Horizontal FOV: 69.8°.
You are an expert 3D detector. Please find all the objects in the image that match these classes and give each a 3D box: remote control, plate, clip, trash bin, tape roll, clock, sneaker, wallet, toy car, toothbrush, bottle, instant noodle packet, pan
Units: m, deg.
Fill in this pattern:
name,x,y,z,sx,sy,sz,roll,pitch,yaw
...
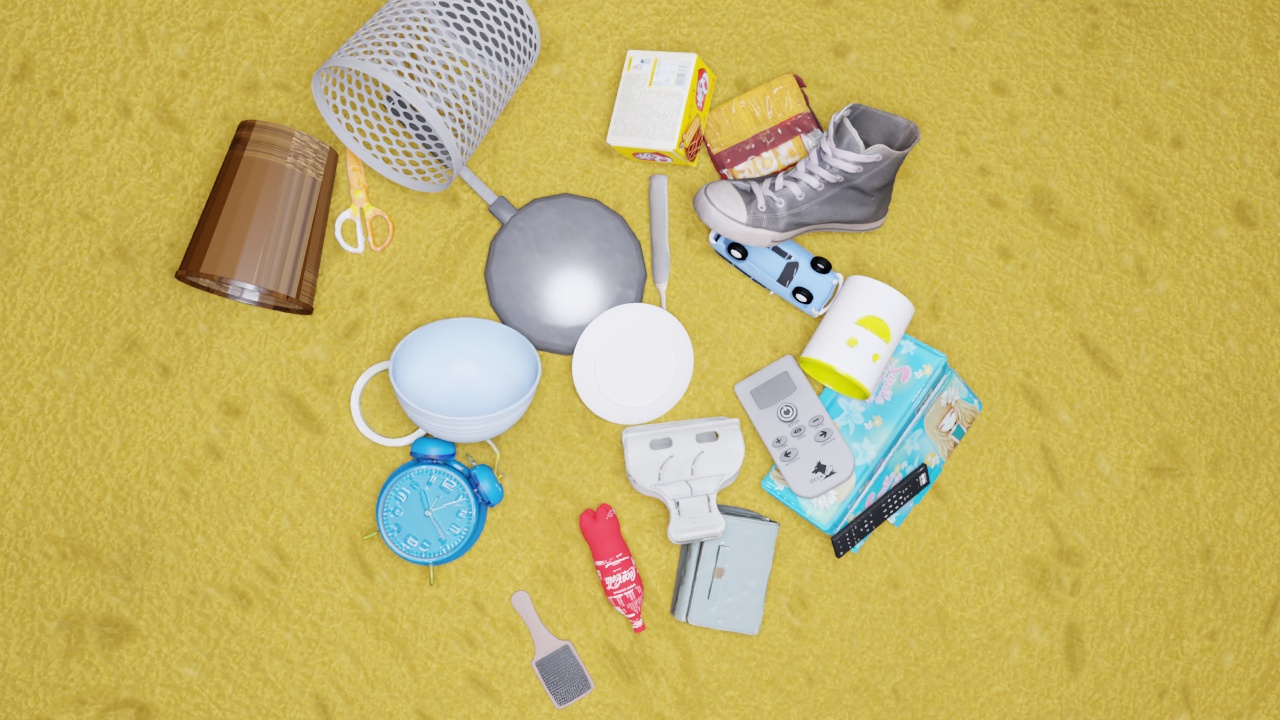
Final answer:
name,x,y,z,sx,sy,sz,roll,pitch,yaw
remote control,0.257,0.159,0.977,0.139,0.009,0.030,-34,126,-18
plate,-0.006,0.006,0.985,0.134,0.011,0.135,-3,105,-14
clip,0.047,0.111,0.950,0.126,0.105,0.151,-8,45,-1
trash bin,-0.203,-0.288,0.911,0.156,0.157,0.182,31,65,-2
tape roll,-0.264,0.046,0.988,0.093,0.013,0.093,0,89,-4
clock,-0.212,0.143,0.965,0.117,0.060,0.161,32,84,-2
remote control,0.165,0.071,0.977,0.074,0.019,0.151,-31,65,6
sneaker,0.169,-0.190,0.939,0.234,0.120,0.095,-5,52,-16
wallet,0.091,0.226,0.991,0.100,0.054,0.131,9,92,-2
toy car,0.145,-0.106,0.997,0.153,0.055,0.056,34,72,-1
toothbrush,0.023,-0.111,1.007,0.022,0.024,0.185,-4,89,35
bottle,-0.025,0.224,0.984,0.042,0.042,0.141,-21,90,-4
instant noodle packet,0.136,-0.249,1.009,0.135,0.039,0.098,-26,93,0
pan,-0.144,-0.158,0.987,0.357,0.041,0.178,45,86,-2

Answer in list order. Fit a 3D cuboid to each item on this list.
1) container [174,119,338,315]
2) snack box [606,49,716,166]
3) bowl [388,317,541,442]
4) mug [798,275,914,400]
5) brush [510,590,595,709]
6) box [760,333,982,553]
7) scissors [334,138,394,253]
name,x,y,z,sx,sy,sz,roll,pitch,yaw
container,-0.379,-0.145,0.934,0.132,0.132,0.167,13,82,-3
snack box,0.023,-0.267,0.977,0.084,0.061,0.105,12,88,26
bowl,-0.180,0.031,0.947,0.150,0.150,0.075,8,132,-4
mug,0.226,-0.024,0.960,0.082,0.082,0.106,31,82,-3
brush,-0.101,0.310,0.991,0.050,0.015,0.135,-30,91,-3
box,0.260,0.091,0.992,0.171,0.084,0.227,36,86,-2
scissors,-0.307,-0.178,0.993,0.065,0.013,0.128,-12,90,-4
